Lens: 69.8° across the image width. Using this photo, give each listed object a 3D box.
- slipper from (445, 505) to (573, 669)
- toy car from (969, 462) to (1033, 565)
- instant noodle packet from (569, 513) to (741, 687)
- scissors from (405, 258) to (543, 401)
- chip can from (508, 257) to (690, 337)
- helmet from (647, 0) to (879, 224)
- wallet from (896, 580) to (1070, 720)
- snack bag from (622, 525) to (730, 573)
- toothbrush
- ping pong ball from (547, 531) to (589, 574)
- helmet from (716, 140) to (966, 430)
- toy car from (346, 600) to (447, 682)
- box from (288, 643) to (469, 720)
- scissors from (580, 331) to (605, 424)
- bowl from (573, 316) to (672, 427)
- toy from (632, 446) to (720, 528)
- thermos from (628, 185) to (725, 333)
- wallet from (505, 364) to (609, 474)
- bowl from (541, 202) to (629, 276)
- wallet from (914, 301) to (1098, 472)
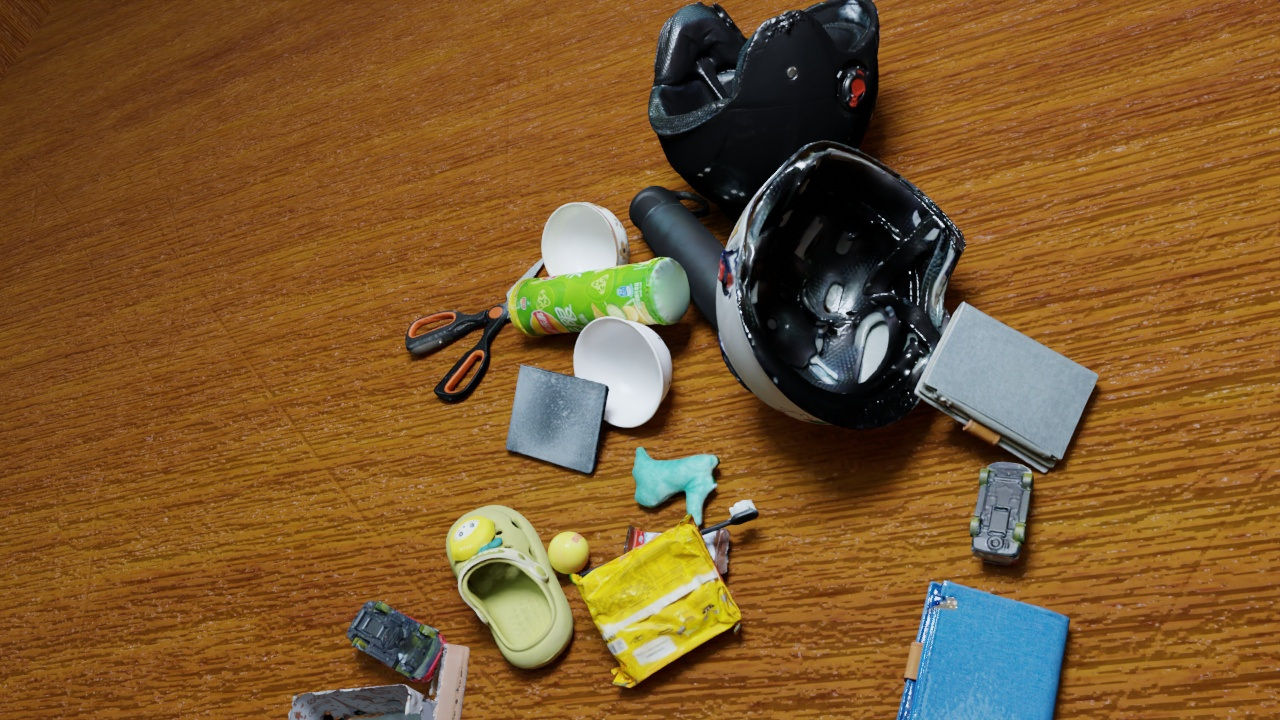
[{"bbox_3d":[-0.132,0.204,0.877,0.091,0.082,0.190,-36,50,-6],"label":"slipper"},{"bbox_3d":[0.296,0.123,0.751,0.042,0.035,0.090,5,52,28],"label":"toy car"},{"bbox_3d":[0.013,0.211,0.803,0.128,0.044,0.110,-29,77,5],"label":"instant noodle packet"},{"bbox_3d":[-0.192,-0.038,1.139,0.221,0.022,0.224,-5,55,17],"label":"scissors"},{"bbox_3d":[-0.047,-0.068,1.020,0.222,0.072,0.072,-4,53,39],"label":"chip can"},{"bbox_3d":[0.145,-0.288,1.018,0.274,0.230,0.233,-30,33,-10],"label":"helmet"},{"bbox_3d":[0.252,0.239,0.682,0.106,0.040,0.132,11,60,23],"label":"wallet"},{"bbox_3d":[0.033,0.176,0.850,0.105,0.026,0.045,-3,51,22],"label":"snack bag"},{"bbox_3d":[0.022,0.167,0.833,0.181,0.016,0.018,-24,48,7],"label":"toothbrush"},{"bbox_3d":[-0.069,0.185,0.885,0.040,0.040,0.040,-14,50,17],"label":"ping pong ball"},{"bbox_3d":[0.165,-0.057,0.862,0.157,0.230,0.273,-31,38,65],"label":"helmet"},{"bbox_3d":[-0.234,0.275,0.896,0.121,0.045,0.052,12,63,39],"label":"toy car"},{"bbox_3d":[-0.208,0.357,0.760,0.273,0.130,0.178,-32,41,37],"label":"box"},{"bbox_3d":[-0.068,0.013,1.036,0.166,0.014,0.163,-38,48,-5],"label":"scissors"},{"bbox_3d":[-0.006,0.006,0.966,0.118,0.118,0.064,16,24,35],"label":"bowl"},{"bbox_3d":[0.035,0.120,0.891,0.092,0.030,0.096,-14,56,20],"label":"toy"},{"bbox_3d":[0.072,-0.121,1.033,0.090,0.068,0.242,-28,47,-5],"label":"thermos"},{"bbox_3d":[-0.090,0.062,0.979,0.121,0.019,0.097,12,95,33],"label":"wallet"},{"bbox_3d":[-0.057,-0.134,1.099,0.114,0.113,0.062,9,16,32],"label":"bowl"},{"bbox_3d":[0.312,0.024,0.792,0.130,0.037,0.106,31,71,8],"label":"wallet"}]
